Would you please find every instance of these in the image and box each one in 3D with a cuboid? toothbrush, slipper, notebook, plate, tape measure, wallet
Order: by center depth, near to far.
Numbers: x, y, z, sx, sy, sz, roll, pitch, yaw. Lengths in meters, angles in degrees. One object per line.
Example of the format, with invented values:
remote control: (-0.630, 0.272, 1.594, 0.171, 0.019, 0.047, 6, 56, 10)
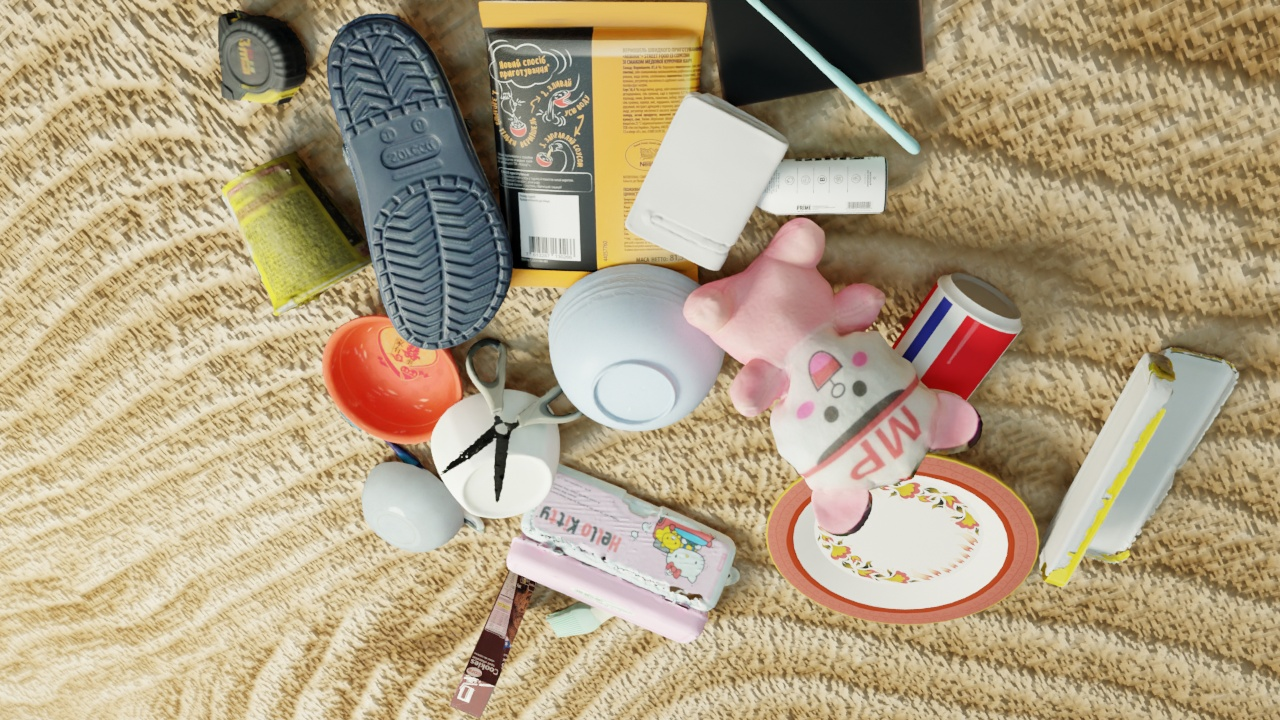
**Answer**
notebook: (0.108, -0.284, 0.606, 0.141, 0.008, 0.209, -7, 117, 12)
toothbrush: (0.130, -0.204, 0.631, 0.180, 0.016, 0.017, 40, 107, -13)
wallet: (0.047, -0.129, 0.668, 0.086, 0.032, 0.116, 31, 121, -2)
tape measure: (-0.290, -0.234, 0.708, 0.063, 0.038, 0.067, 13, 118, 14)
slipper: (-0.167, -0.136, 0.709, 0.105, 0.095, 0.253, -14, 113, -9)
plate: (0.227, 0.157, 0.813, 0.230, 0.021, 0.230, 7, 131, 8)
toothbrush: (-0.221, 0.108, 0.897, 0.016, 0.017, 0.189, -35, 107, 31)

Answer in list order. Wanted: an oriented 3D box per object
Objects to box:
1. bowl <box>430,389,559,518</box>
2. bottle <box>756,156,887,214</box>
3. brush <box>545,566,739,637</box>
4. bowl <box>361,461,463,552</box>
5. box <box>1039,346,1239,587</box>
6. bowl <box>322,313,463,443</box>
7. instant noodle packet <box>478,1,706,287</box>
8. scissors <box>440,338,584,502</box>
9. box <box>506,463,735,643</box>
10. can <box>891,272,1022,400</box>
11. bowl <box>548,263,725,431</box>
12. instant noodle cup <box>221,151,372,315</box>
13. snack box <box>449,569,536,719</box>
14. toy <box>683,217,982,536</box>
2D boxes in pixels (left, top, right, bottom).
bowl: (-0.124, 0.088, 0.811, 0.116, 0.065, 0.116, -11, 133, -12)
bottle: (0.122, -0.128, 0.678, 0.116, 0.041, 0.041, 1, 119, 11)
brush: (0.001, 0.243, 0.932, 0.218, 0.012, 0.033, -22, 112, 20)
bowl: (-0.229, 0.151, 0.898, 0.106, 0.039, 0.106, 12, 131, 14)
box: (0.395, 0.094, 0.728, 0.080, 0.083, 0.211, 17, 121, 10)
bowl: (-0.215, 0.009, 0.824, 0.130, 0.045, 0.131, 5, 120, 9)
instant noodle packet: (-0.033, -0.155, 0.697, 0.160, 0.032, 0.221, 2, 120, 3)
scissors: (-0.108, 0.043, 0.773, 0.168, 0.157, 0.013, -10, 145, -33)
box: (-0.019, 0.185, 0.884, 0.201, 0.103, 0.101, 23, 157, 0)
can: (0.229, 0.002, 0.711, 0.070, 0.070, 0.132, 25, 121, -3)
bowl: (-0.004, 0.004, 0.741, 0.150, 0.074, 0.151, 2, 131, 3)
instant noodle cup: (-0.282, -0.105, 0.750, 0.102, 0.102, 0.108, -24, 102, 23)
snack box: (-0.143, 0.275, 0.903, 0.032, 0.140, 0.051, 24, 121, -2)
toy: (0.135, 0.009, 0.677, 0.142, 0.084, 0.213, -36, 77, -6)
